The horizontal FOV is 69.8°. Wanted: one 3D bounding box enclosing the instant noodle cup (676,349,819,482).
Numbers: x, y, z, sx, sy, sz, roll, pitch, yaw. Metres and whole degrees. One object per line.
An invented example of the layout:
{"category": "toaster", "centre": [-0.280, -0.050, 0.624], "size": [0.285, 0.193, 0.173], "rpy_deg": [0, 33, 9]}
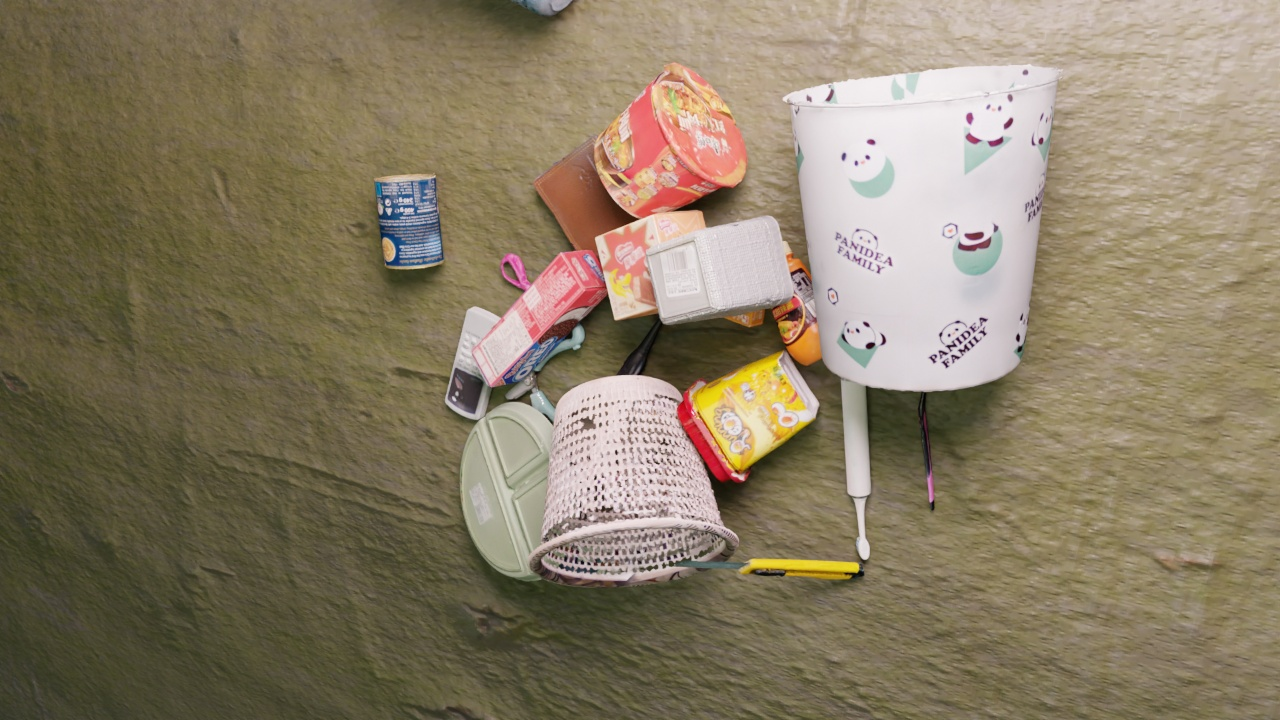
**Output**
{"category": "instant noodle cup", "centre": [0.122, 0.055, 1.007], "size": [0.124, 0.115, 0.116], "rpy_deg": [-32, 91, 19]}

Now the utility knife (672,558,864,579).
{"category": "utility knife", "centre": [0.147, 0.234, 1.025], "size": [0.230, 0.015, 0.033], "rpy_deg": [5, 142, -13]}

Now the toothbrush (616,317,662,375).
{"category": "toothbrush", "centre": [-0.007, 0.006, 1.096], "size": [0.027, 0.026, 0.213], "rpy_deg": [27, 118, -11]}

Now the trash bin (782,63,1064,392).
{"category": "trash bin", "centre": [0.249, -0.122, 0.826], "size": [0.230, 0.228, 0.252], "rpy_deg": [3, 113, 25]}

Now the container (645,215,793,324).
{"category": "container", "centre": [0.074, -0.085, 0.896], "size": [0.090, 0.114, 0.090], "rpy_deg": [-13, 91, 46]}

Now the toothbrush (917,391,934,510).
{"category": "toothbrush", "centre": [0.300, 0.072, 0.977], "size": [0.018, 0.014, 0.189], "rpy_deg": [1, 107, 36]}

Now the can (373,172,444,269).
{"category": "can", "centre": [-0.288, -0.175, 1.143], "size": [0.075, 0.075, 0.111], "rpy_deg": [5, 108, 24]}

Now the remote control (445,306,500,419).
{"category": "remote control", "centre": [-0.216, 0.006, 1.198], "size": [0.058, 0.021, 0.150], "rpy_deg": [26, 115, 16]}

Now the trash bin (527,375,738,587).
{"category": "trash bin", "centre": [-0.015, 0.132, 1.025], "size": [0.228, 0.227, 0.191], "rpy_deg": [-24, 57, 30]}

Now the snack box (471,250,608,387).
{"category": "snack box", "centre": [-0.120, -0.047, 1.086], "size": [0.208, 0.057, 0.058], "rpy_deg": [-42, 72, 35]}

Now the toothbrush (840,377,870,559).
{"category": "toothbrush", "centre": [0.241, 0.119, 1.013], "size": [0.026, 0.026, 0.221], "rpy_deg": [-9, 105, -7]}

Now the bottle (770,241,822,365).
{"category": "bottle", "centre": [0.162, -0.071, 0.972], "size": [0.067, 0.066, 0.149], "rpy_deg": [-31, 85, 30]}

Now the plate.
{"category": "plate", "centre": [-0.164, 0.168, 1.171], "size": [0.231, 0.027, 0.230], "rpy_deg": [1, 92, 46]}

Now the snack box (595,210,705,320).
{"category": "snack box", "centre": [0.018, -0.100, 0.975], "size": [0.093, 0.076, 0.094], "rpy_deg": [-13, 91, 46]}

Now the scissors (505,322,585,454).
{"category": "scissors", "centre": [-0.103, 0.028, 1.137], "size": [0.175, 0.019, 0.170], "rpy_deg": [51, 127, 17]}

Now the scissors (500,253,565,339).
{"category": "scissors", "centre": [-0.127, -0.080, 1.132], "size": [0.136, 0.017, 0.134], "rpy_deg": [45, 123, 2]}

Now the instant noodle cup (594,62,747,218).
{"category": "instant noodle cup", "centre": [0.027, -0.216, 0.952], "size": [0.109, 0.137, 0.138], "rpy_deg": [-28, 93, 38]}

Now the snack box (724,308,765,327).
{"category": "snack box", "centre": [0.072, -0.095, 0.998], "size": [0.154, 0.026, 0.075], "rpy_deg": [25, 117, 38]}

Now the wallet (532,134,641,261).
{"category": "wallet", "centre": [-0.052, -0.182, 1.054], "size": [0.101, 0.032, 0.124], "rpy_deg": [-31, 92, 28]}

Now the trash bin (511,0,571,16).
{"category": "trash bin", "centre": [-0.133, -0.460, 0.914], "size": [0.195, 0.226, 0.227], "rpy_deg": [35, 119, -2]}

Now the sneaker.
{"category": "sneaker", "centre": [-0.021, 0.227, 1.137], "size": [0.243, 0.090, 0.089], "rpy_deg": [-20, 98, 29]}
